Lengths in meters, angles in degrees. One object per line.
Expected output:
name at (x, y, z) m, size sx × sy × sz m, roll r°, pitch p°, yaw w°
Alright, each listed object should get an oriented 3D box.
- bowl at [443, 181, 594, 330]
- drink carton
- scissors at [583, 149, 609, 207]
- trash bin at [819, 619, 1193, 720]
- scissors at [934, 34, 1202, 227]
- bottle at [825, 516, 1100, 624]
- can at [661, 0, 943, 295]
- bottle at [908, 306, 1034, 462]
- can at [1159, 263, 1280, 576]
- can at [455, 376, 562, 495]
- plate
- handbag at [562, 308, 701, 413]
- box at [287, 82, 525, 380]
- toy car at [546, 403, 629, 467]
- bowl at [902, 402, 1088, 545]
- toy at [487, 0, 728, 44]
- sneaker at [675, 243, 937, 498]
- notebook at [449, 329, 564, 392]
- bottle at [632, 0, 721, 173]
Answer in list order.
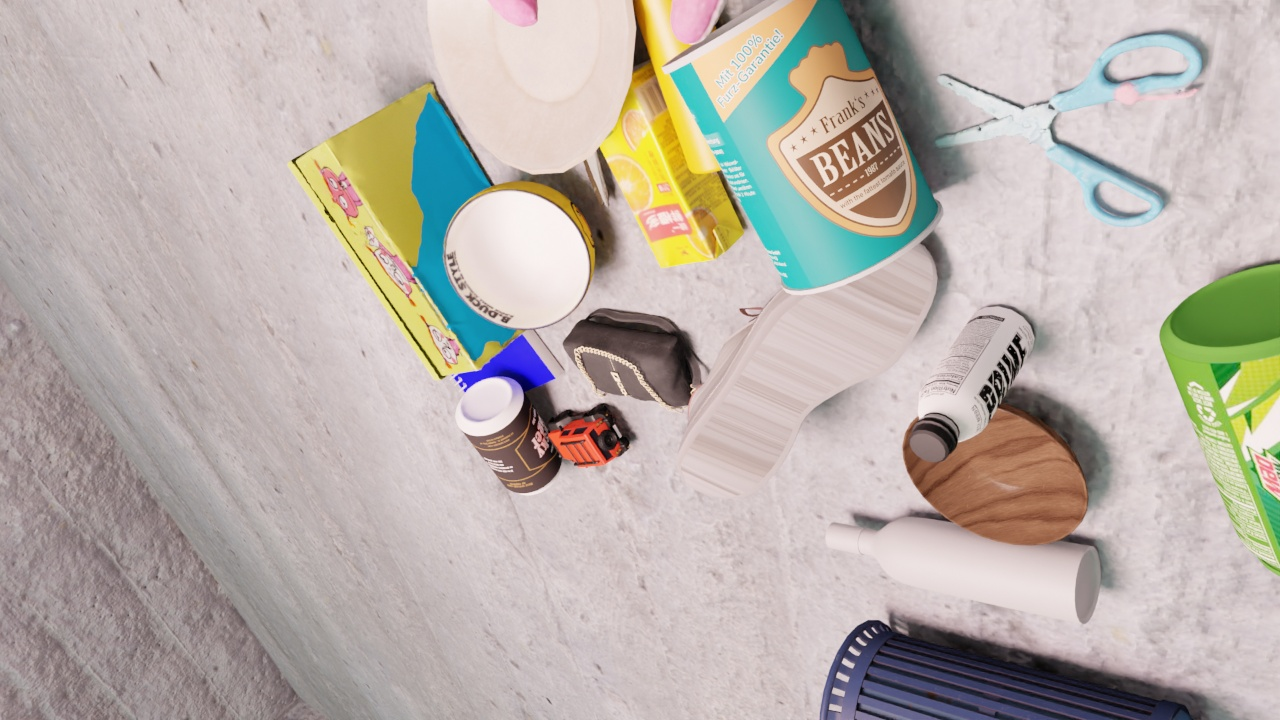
bowl at (-0.091, -0.090, 0.735) m, size 0.117 × 0.067 × 0.117 m, roll 3°, pitch 118°, yaw 6°
drink carton at (0.015, -0.132, 0.627) m, size 0.059 × 0.042 × 0.134 m, roll -3°, pitch 122°, yaw 50°
scissors at (-0.048, -0.200, 0.645) m, size 0.189 × 0.015 × 0.140 m, roll 50°, pitch 143°, yaw -7°
trash bin at (0.281, 0.296, 0.700) m, size 0.250 × 0.139 × 0.139 m, roll 3°, pitch 127°, yaw 42°
scissors at (0.218, -0.111, 0.474) m, size 0.139 × 0.015 × 0.118 m, roll 0°, pitch 124°, yaw 53°
bottle at (0.227, 0.145, 0.676) m, size 0.196 × 0.052 × 0.052 m, roll 3°, pitch 127°, yaw 44°
can at (0.090, -0.124, 0.509) m, size 0.099 × 0.099 × 0.144 m, roll -11°, pitch 117°, yaw 50°
bottle at (0.189, 0.015, 0.531) m, size 0.041 × 0.115 × 0.041 m, roll 27°, pitch 141°, yaw 24°
can at (0.319, 0.032, 0.446) m, size 0.083 × 0.082 × 0.144 m, roll -10°, pitch 117°, yaw 49°
can at (-0.131, 0.078, 0.932) m, size 0.072 × 0.071 × 0.129 m, roll 19°, pitch 150°, yaw 33°
plate at (-0.068, -0.217, 0.591) m, size 0.189 × 0.027 × 0.189 m, roll 20°, pitch 121°, yaw 36°
handbag at (-0.005, 0.005, 0.781) m, size 0.129 × 0.054 × 0.079 m, roll 11°, pitch 143°, yaw 35°
box at (-0.176, -0.105, 0.779) m, size 0.080 × 0.124 × 0.221 m, roll -5°, pitch 123°, yaw 48°
toy car at (-0.056, 0.078, 0.895) m, size 0.100 × 0.048 × 0.051 m, roll -13°, pitch 115°, yaw 50°
bowl at (0.236, 0.067, 0.607) m, size 0.119 × 0.032 × 0.119 m, roll 27°, pitch 140°, yaw 24°
toy at (-0.056, -0.263, 0.455) m, size 0.266 × 0.127 × 0.187 m, roll 25°, pitch 114°, yaw 24°
sneaker at (0.103, -0.009, 0.630) m, size 0.099 × 0.089 × 0.237 m, roll 27°, pitch 124°, yaw -18°
notebook at (-0.188, -0.049, 0.929) m, size 0.172 × 0.022 × 0.209 m, roll -21°, pitch 108°, yaw 51°
bottle at (0.027, -0.188, 0.557) m, size 0.043 × 0.043 × 0.144 m, roll 5°, pitch 128°, yaw 42°
